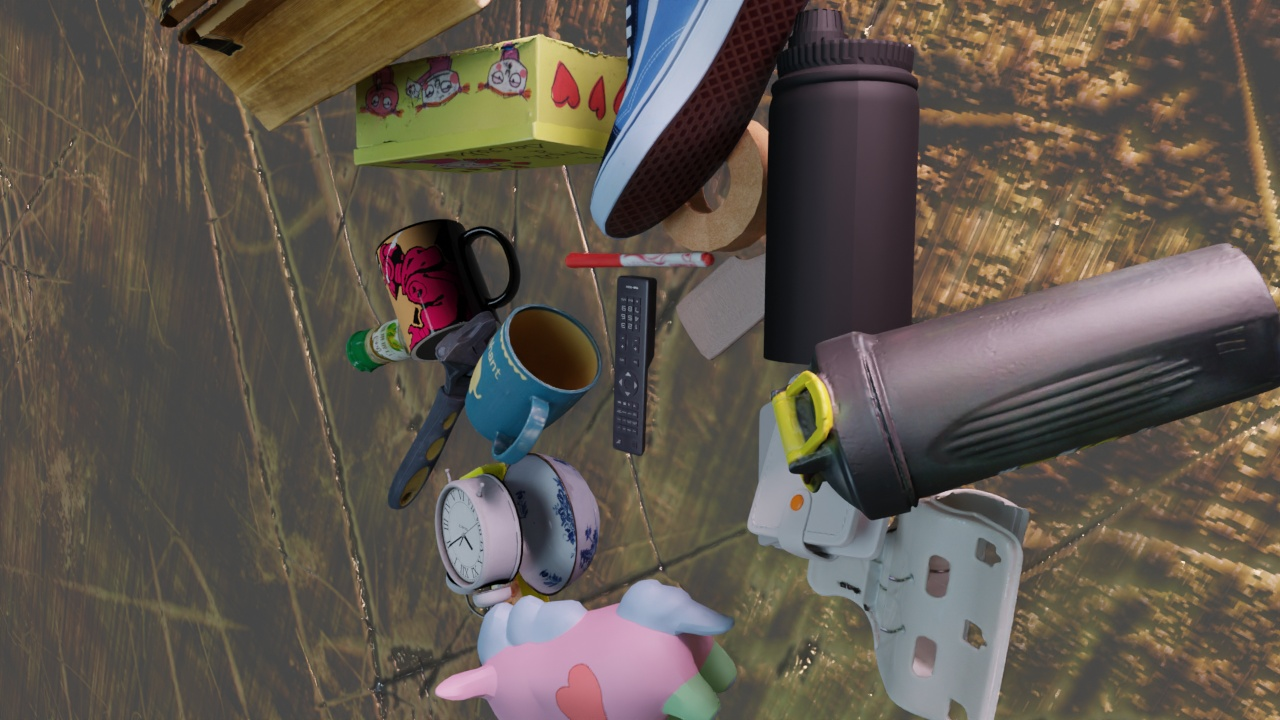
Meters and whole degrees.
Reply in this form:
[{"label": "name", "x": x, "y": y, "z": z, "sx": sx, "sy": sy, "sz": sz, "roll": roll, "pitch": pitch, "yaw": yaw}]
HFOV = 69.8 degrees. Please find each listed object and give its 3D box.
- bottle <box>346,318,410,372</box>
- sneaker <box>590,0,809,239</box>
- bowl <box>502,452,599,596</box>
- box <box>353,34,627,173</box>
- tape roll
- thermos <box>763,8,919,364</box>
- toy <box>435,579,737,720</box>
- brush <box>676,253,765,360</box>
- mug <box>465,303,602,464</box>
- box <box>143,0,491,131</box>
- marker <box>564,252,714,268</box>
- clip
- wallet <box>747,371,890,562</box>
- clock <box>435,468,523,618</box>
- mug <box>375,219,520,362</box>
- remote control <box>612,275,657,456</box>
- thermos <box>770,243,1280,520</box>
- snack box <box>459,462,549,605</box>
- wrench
[{"label": "bottle", "x": -0.239, "y": -0.017, "z": 0.887, "sx": 0.111, "sy": 0.043, "sz": 0.043, "roll": -13, "pitch": 86, "yaw": 41}, {"label": "sneaker", "x": 0.024, "y": -0.193, "z": 0.570, "sx": 0.098, "sy": 0.083, "sz": 0.242, "roll": 49, "pitch": 125, "yaw": 27}, {"label": "bowl", "x": -0.066, "y": 0.128, "z": 0.742, "sx": 0.114, "sy": 0.045, "sz": 0.114, "roll": 10, "pitch": 103, "yaw": 51}, {"label": "box", "x": -0.111, "y": -0.189, "z": 0.707, "sx": 0.221, "sy": 0.124, "sz": 0.079, "roll": 8, "pitch": 100, "yaw": 38}, {"label": "tape roll", "x": 0.052, "y": -0.122, "z": 0.630, "sx": 0.094, "sy": 0.027, "sz": 0.094, "roll": 5, "pitch": 98, "yaw": 41}, {"label": "thermos", "x": 0.117, "y": -0.100, "z": 0.537, "sx": 0.086, "sy": 0.086, "sz": 0.198, "roll": 6, "pitch": 98, "yaw": 41}, {"label": "toy", "x": -0.035, "y": 0.224, "z": 0.681, "sx": 0.171, "sy": 0.119, "sz": 0.223, "roll": 40, "pitch": 117, "yaw": 8}, {"label": "brush", "x": 0.083, "y": -0.057, "z": 0.623, "sx": 0.136, "sy": 0.015, "sz": 0.050, "roll": -41, "pitch": 69, "yaw": 30}, {"label": "mug", "x": -0.093, "y": 0.029, "z": 0.727, "sx": 0.104, "sy": 0.084, "sz": 0.112, "roll": -45, "pitch": 32, "yaw": 42}, {"label": "box", "x": -0.204, "y": -0.327, "z": 0.654, "sx": 0.280, "sy": 0.250, "sz": 0.192, "roll": -7, "pitch": 134, "yaw": 40}, {"label": "marker", "x": -0.003, "y": -0.076, "z": 0.694, "sx": 0.142, "sy": 0.012, "sz": 0.013, "roll": 5, "pitch": 97, "yaw": 40}, {"label": "clip", "x": 0.174, "y": 0.134, "z": 0.544, "sx": 0.152, "sy": 0.101, "sz": 0.126, "roll": -148, "pitch": 63, "yaw": -66}, {"label": "wallet", "x": 0.106, "y": 0.062, "z": 0.565, "sx": 0.115, "sy": 0.037, "sz": 0.118, "roll": -6, "pitch": 62, "yaw": 57}, {"label": "clock", "x": -0.137, "y": 0.155, "z": 0.769, "sx": 0.095, "sy": 0.035, "sz": 0.122, "roll": 9, "pitch": 101, "yaw": 51}, {"label": "mug", "x": -0.160, "y": -0.068, "z": 0.797, "sx": 0.118, "sy": 0.082, "sz": 0.098, "roll": -25, "pitch": 76, "yaw": 12}, {"label": "remote control", "x": -0.004, "y": 0.004, "z": 0.701, "sx": 0.032, "sy": 0.015, "sz": 0.136, "roll": 11, "pitch": 104, "yaw": 40}, {"label": "thermos", "x": 0.177, "y": 0.011, "z": 0.447, "sx": 0.221, "sy": 0.098, "sz": 0.098, "roll": -18, "pitch": 82, "yaw": 16}, {"label": "snack box", "x": -0.119, "y": 0.167, "z": 0.809, "sx": 0.040, "sy": 0.028, "sz": 0.148, "roll": -30, "pitch": 75, "yaw": 39}, {"label": "wrench", "x": -0.182, "y": 0.055, "z": 0.833, "sx": 0.022, "sy": 0.073, "sz": 0.274, "roll": 55, "pitch": 131, "yaw": 24}]
